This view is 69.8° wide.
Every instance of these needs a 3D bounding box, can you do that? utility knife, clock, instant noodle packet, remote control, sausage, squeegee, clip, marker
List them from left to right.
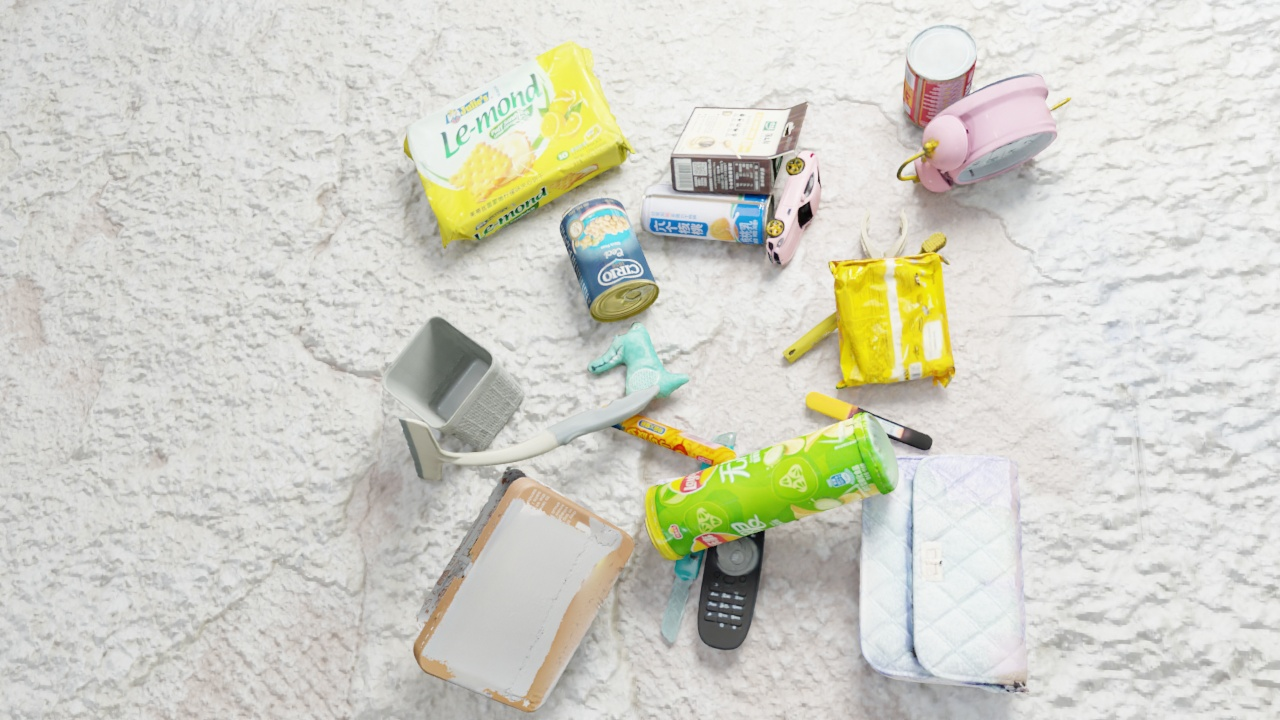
[{"bbox_3d":[-0.093,0.070,0.868,0.246,0.247,0.039,-14,75,-14],"label":"squeegee"},{"bbox_3d":[0.024,0.074,0.900,0.165,0.021,0.021,19,76,25],"label":"sausage"},{"bbox_3d":[0.055,0.163,0.873,0.029,0.013,0.207,12,74,18],"label":"utility knife"},{"bbox_3d":[0.085,0.198,0.848,0.053,0.024,0.136,6,71,18],"label":"remote control"},{"bbox_3d":[0.216,0.058,0.872,0.124,0.015,0.018,21,79,16],"label":"marker"},{"bbox_3d":[0.235,-0.035,0.861,0.111,0.044,0.128,-4,100,14],"label":"instant noodle packet"},{"bbox_3d":[0.253,-0.104,0.908,0.083,0.035,0.104,-13,73,9],"label":"clip"},{"bbox_3d":[0.322,-0.212,0.886,0.158,0.117,0.059,-19,79,5],"label":"clock"}]

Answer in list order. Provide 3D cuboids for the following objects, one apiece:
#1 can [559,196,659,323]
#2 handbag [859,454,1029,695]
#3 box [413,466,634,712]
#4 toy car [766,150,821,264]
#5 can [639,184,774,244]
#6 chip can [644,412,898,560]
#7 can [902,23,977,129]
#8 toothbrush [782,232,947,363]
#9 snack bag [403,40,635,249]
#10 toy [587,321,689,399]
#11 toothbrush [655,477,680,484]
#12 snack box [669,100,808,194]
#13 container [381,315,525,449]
[{"bbox_3d":[-0.034,-0.105,0.954,0.075,0.075,0.111,-23,67,4],"label":"can"},{"bbox_3d":[0.257,0.179,0.786,0.134,0.075,0.193,-1,72,15],"label":"handbag"},{"bbox_3d":[-0.110,0.199,0.811,0.153,0.178,0.182,27,79,21],"label":"box"},{"bbox_3d":[0.159,-0.155,0.936,0.037,0.056,0.122,14,75,24],"label":"toy car"},{"bbox_3d":[0.069,-0.153,0.957,0.135,0.053,0.053,8,73,16],"label":"can"},{"bbox_3d":[0.113,0.112,0.806,0.222,0.072,0.072,-22,67,20],"label":"chip can"},{"bbox_3d":[0.300,-0.282,0.924,0.066,0.094,0.066,-4,70,12],"label":"can"},{"bbox_3d":[0.216,-0.061,0.888,0.190,0.016,0.015,-39,75,12],"label":"toothbrush"},{"bbox_3d":[-0.137,-0.238,1.028,0.246,0.068,0.158,-27,68,3],"label":"snack bag"},{"bbox_3d":[-0.006,0.005,0.935,0.096,0.030,0.091,-26,62,12],"label":"toy"},{"bbox_3d":[0.108,0.112,0.867,0.189,0.021,0.029,-5,32,7],"label":"toothbrush"},{"bbox_3d":[0.104,-0.222,0.947,0.126,0.053,0.113,6,42,15],"label":"snack box"},{"bbox_3d":[-0.181,0.028,0.921,0.090,0.114,0.090,35,82,22],"label":"container"}]
